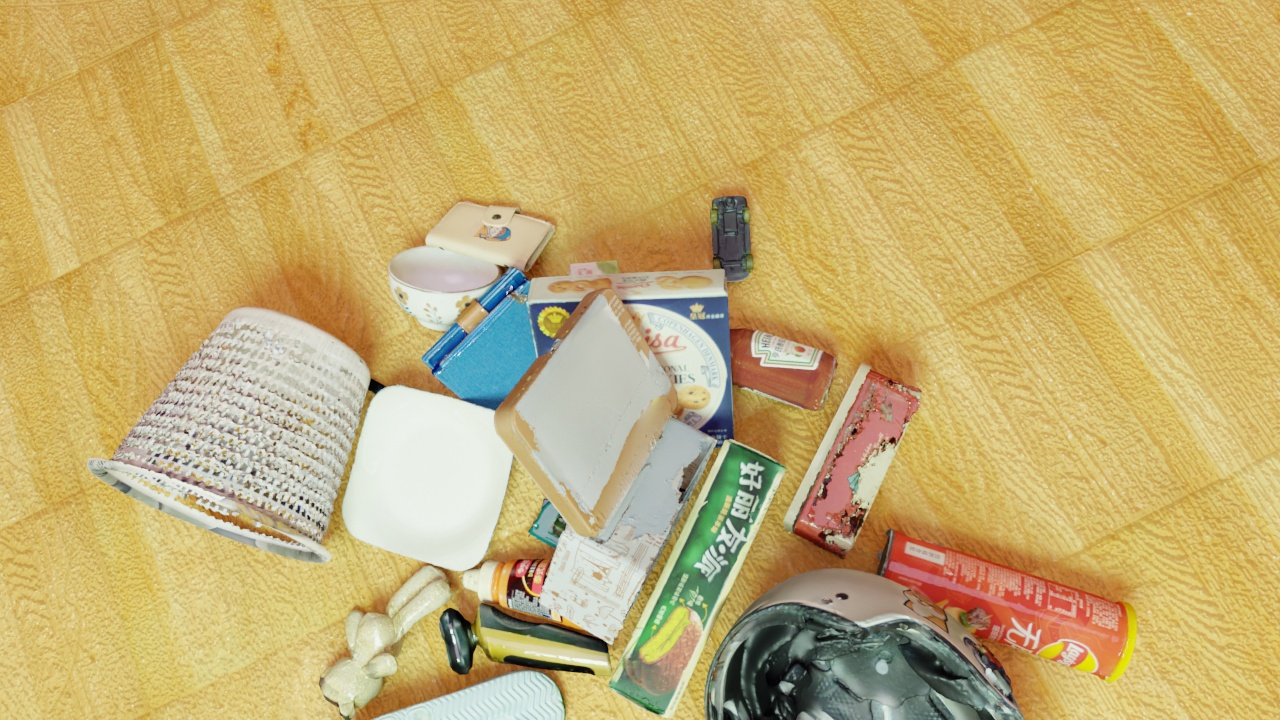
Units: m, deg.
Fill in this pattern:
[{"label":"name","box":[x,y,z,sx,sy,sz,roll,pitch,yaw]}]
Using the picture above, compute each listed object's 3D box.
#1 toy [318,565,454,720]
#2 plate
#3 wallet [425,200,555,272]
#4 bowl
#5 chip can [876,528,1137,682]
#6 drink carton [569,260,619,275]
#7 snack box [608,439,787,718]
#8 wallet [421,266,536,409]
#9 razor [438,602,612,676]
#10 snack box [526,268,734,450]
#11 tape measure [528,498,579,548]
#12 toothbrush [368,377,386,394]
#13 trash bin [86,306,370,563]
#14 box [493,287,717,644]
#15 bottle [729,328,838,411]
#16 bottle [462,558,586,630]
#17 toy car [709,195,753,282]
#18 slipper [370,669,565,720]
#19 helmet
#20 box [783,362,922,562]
[{"label":"toy","box":[-0.243,0.267,0.884,0.157,0.066,0.105,-49,43,-11]},{"label":"plate","box":[-0.208,0.116,0.917,0.164,0.034,0.163,15,89,12]},{"label":"wallet","box":[-0.156,-0.137,0.975,0.115,0.024,0.087,15,45,14]},{"label":"bowl","box":[-0.202,-0.069,0.949,0.113,0.113,0.062,13,119,10]},{"label":"chip can","box":[0.319,0.216,0.820,0.217,0.073,0.073,17,78,10]},{"label":"drink carton","box":[-0.042,-0.038,0.941,0.053,0.045,0.122,-6,76,1]},{"label":"snack box","box":[0.054,0.195,0.834,0.063,0.114,0.239,25,80,11]},{"label":"wallet","box":[-0.141,-0.015,0.924,0.133,0.106,0.040,-47,41,-6]},{"label":"razor","box":[-0.106,0.267,0.851,0.167,0.062,0.067,7,53,9]},{"label":"snack box","box":[-0.005,0.005,0.865,0.178,0.183,0.045,-2,35,7]},{"label":"tape measure","box":[-0.076,0.162,0.905,0.058,0.025,0.054,25,81,11]},{"label":"toothbrush","box":[-0.272,0.031,0.966,0.189,0.016,0.014,28,73,14]},{"label":"trash bin","box":[-0.367,0.064,0.881,0.227,0.228,0.191,14,65,10]},{"label":"box","box":[-0.021,0.094,0.777,0.126,0.274,0.178,9,41,24]},{"label":"bottle","box":[0.090,-0.007,0.910,0.206,0.060,0.059,19,79,12]},{"label":"bottle","box":[-0.100,0.217,0.878,0.150,0.067,0.066,3,76,14]},{"label":"toy car","box":[0.095,-0.124,0.952,0.042,0.035,0.090,-4,81,7]},{"label":"slipper","box":[-0.186,0.362,0.846,0.245,0.074,0.104,-22,72,-16]},{"label":"helmet","box":[0.195,0.281,0.769,0.274,0.156,0.231,33,116,2]},{"label":"box","box":[0.205,0.098,0.853,0.079,0.091,0.168,25,80,16]}]
